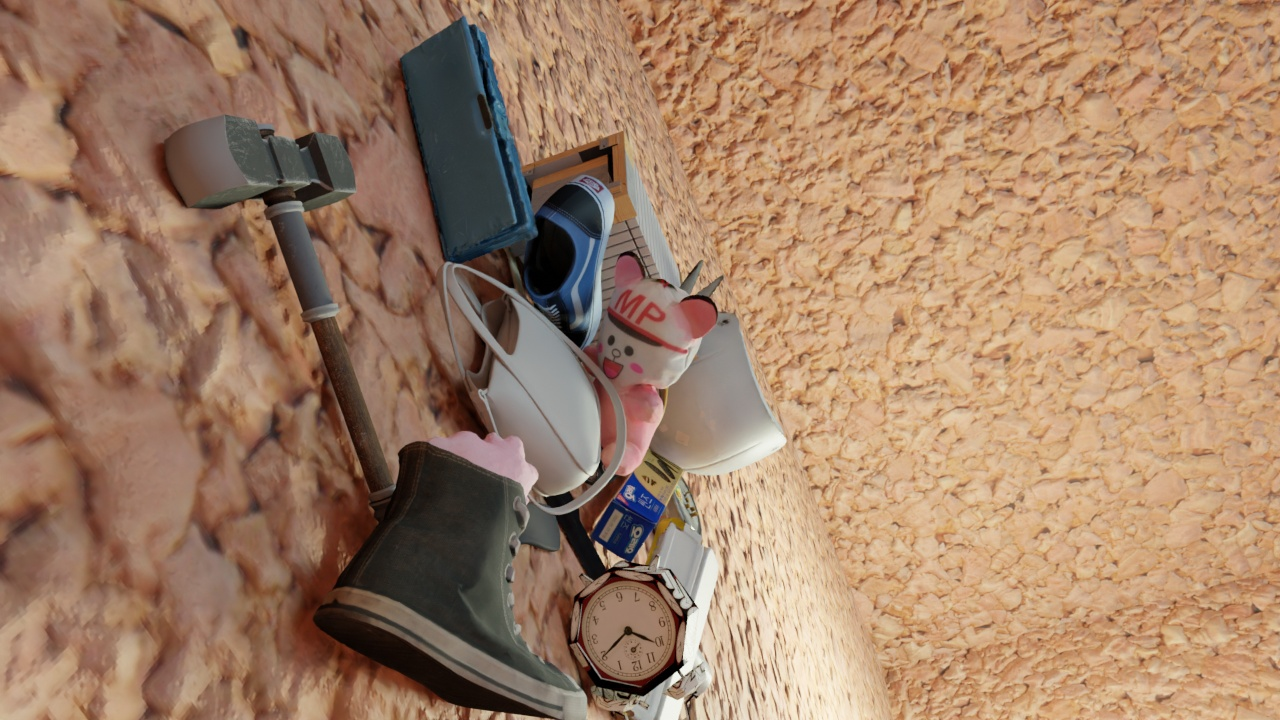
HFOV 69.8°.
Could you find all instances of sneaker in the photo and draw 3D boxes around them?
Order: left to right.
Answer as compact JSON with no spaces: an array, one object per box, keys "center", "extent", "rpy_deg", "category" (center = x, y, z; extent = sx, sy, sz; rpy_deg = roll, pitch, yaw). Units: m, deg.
[{"center":[-0.097,0.157,0.594],"extent":[0.235,0.095,0.119],"rpy_deg":[48,47,-39],"category":"sneaker"},{"center":[-0.093,-0.076,0.945],"extent":[0.098,0.083,0.242],"rpy_deg":[-43,159,-36],"category":"sneaker"}]

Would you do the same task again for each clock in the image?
[{"center":[0.002,0.262,0.840],"extent":[0.065,0.115,0.154],"rpy_deg":[17,57,-73],"category":"clock"},{"center":[0.049,0.210,1.224],"extent":[0.104,0.056,0.147],"rpy_deg":[42,29,-63],"category":"clock"}]

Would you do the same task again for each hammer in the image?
[{"center":[-0.195,0.006,0.596],"extent":[0.155,0.043,0.322],"rpy_deg":[-36,108,-76],"category":"hammer"}]

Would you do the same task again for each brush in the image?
[{"center":[-0.133,-0.077,1.011],"extent":[0.033,0.012,0.217],"rpy_deg":[21,53,-73],"category":"brush"}]

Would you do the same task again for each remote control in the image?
[{"center":[-0.101,0.146,0.820],"extent":[0.124,0.009,0.046],"rpy_deg":[39,34,-66],"category":"remote control"},{"center":[-0.066,0.165,0.919],"extent":[0.032,0.015,0.136],"rpy_deg":[-80,148,-64],"category":"remote control"}]

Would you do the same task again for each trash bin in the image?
[{"center":[-0.042,-0.115,1.100],"extent":[0.142,0.142,0.247],"rpy_deg":[-93,163,-49],"category":"trash bin"}]

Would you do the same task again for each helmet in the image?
[{"center":[0.061,0.052,1.243],"extent":[0.236,0.163,0.264],"rpy_deg":[68,-15,-15],"category":"helmet"}]

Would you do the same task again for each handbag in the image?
[{"center":[-0.108,0.006,0.822],"extent":[0.223,0.096,0.215],"rpy_deg":[57,14,-27],"category":"handbag"}]

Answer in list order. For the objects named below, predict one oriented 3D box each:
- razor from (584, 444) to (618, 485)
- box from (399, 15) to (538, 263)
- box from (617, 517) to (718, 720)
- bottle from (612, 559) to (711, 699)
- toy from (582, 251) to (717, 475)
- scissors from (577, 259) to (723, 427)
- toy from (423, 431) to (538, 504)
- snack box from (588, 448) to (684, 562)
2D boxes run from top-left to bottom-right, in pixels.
[{"center":[-0.045,0.088,1.059],"extent":[0.052,0.047,0.142],"rpy_deg":[60,13,-28],"category":"razor"},{"center":[-0.170,-0.212,0.877],"extent":[0.048,0.093,0.231],"rpy_deg":[38,35,-71],"category":"box"},{"center":[0.031,0.278,0.947],"extent":[0.130,0.039,0.209],"rpy_deg":[54,44,-40],"category":"box"},{"center":[0.018,0.290,0.998],"extent":[0.052,0.052,0.195],"rpy_deg":[-88,155,-57],"category":"bottle"},{"center":[-0.006,0.006,0.950],"extent":[0.084,0.213,0.142],"rpy_deg":[0,29,-40],"category":"toy"},{"center":[0.022,-0.008,1.039],"extent":[0.162,0.225,0.016],"rpy_deg":[52,-5,-11],"category":"scissors"},{"center":[-0.121,0.093,0.712],"extent":[0.093,0.050,0.102],"rpy_deg":[-36,106,-48],"category":"toy"},{"center":[0.000,0.162,1.054],"extent":[0.057,0.056,0.206],"rpy_deg":[32,14,4],"category":"snack box"}]
